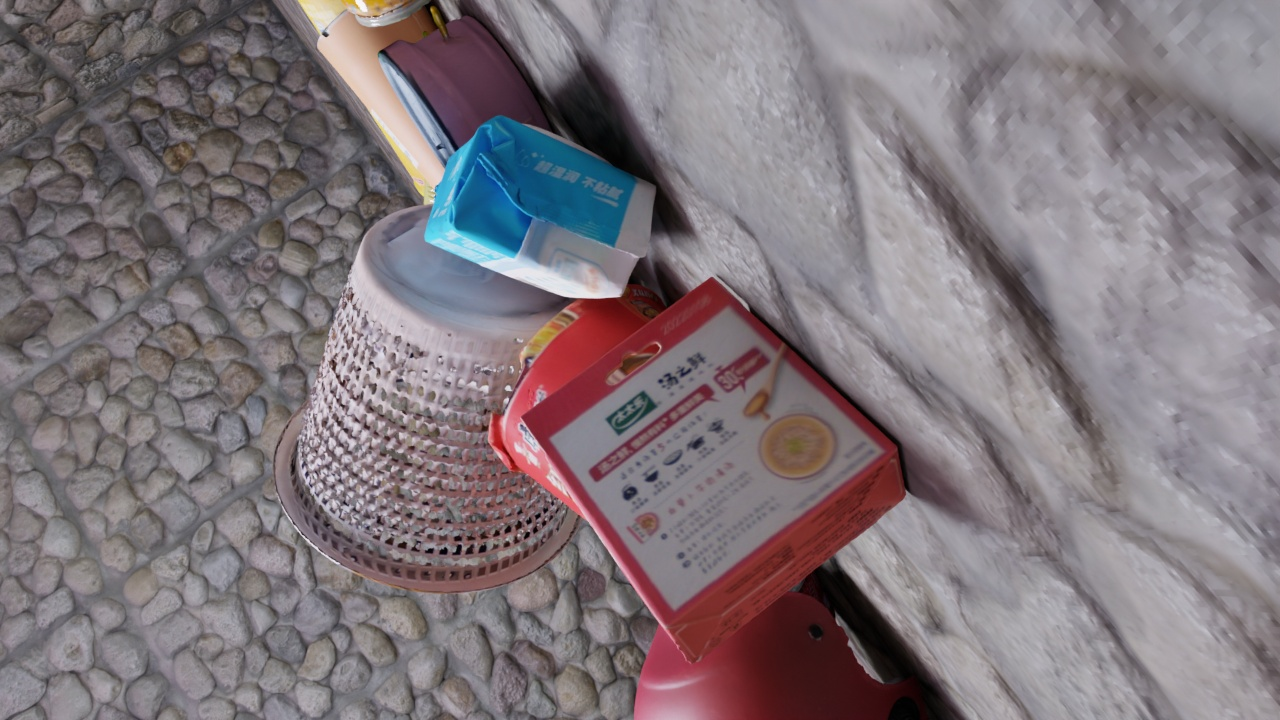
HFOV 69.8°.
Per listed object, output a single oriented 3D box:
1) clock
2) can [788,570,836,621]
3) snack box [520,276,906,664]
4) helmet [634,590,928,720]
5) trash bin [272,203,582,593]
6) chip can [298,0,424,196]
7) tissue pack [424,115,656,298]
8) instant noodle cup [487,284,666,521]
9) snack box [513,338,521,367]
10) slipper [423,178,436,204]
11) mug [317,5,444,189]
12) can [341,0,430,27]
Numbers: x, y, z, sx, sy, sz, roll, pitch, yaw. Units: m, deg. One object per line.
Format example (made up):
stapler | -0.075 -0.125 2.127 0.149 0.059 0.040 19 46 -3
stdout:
clock | -0.091 -0.133 0.561 0.158 0.059 0.117 58 171 -19
can | 0.111 0.188 0.708 0.066 0.066 0.094 44 167 53
snack box | 0.027 0.041 0.395 0.127 0.113 0.044 49 172 40
helmet | 0.097 0.280 0.651 0.240 0.143 0.208 41 144 -16
trash bin | -0.125 0.010 0.625 0.227 0.227 0.193 49 134 35
chip can | -0.194 -0.226 0.732 0.072 0.072 0.213 49 171 37
tissue pack | -0.054 -0.074 0.457 0.090 0.063 0.140 21 178 -18
instant noodle cup | 0.002 0.041 0.529 0.108 0.137 0.138 40 166 31
snack box | -0.097 -0.023 0.875 0.210 0.070 0.157 36 172 45
slipper | -0.126 -0.107 0.744 0.092 0.081 0.191 19 125 16
mug | -0.153 -0.184 0.633 0.123 0.078 0.078 57 172 -11
can | -0.160 -0.249 0.468 0.058 0.058 0.146 48 170 41
